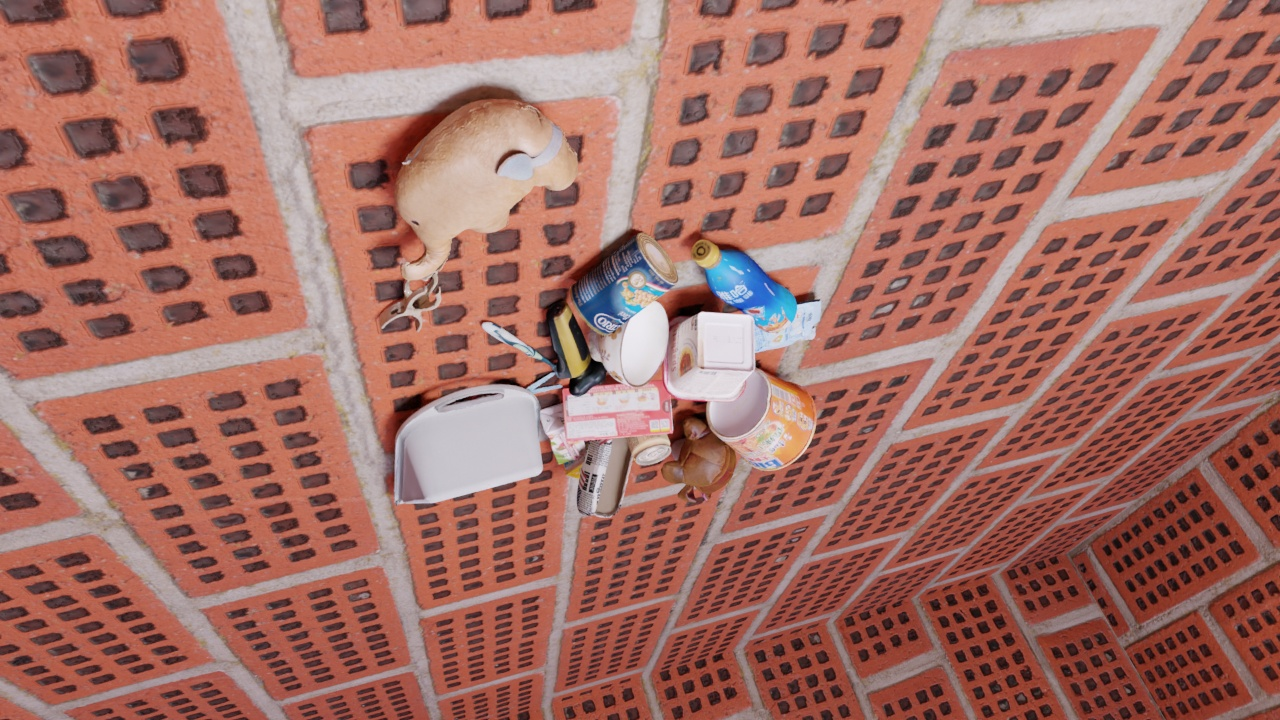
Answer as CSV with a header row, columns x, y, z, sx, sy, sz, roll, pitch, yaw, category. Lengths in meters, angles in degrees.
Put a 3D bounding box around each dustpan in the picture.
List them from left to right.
x,y,z,sx,sy,sz,roll,pitch,yaw,category
-0.245,0.116,1.309,0.222,0.142,0.258,-13,179,-20,dustpan

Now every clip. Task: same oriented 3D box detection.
x,y,z,sx,sy,sz,roll,pitch,yaw,category
-0.253,-0.064,1.031,0.071,0.034,0.100,5,146,-38,clip

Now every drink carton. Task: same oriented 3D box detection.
x,y,z,sx,sy,sz,roll,pitch,yaw,category
-0.114,0.112,1.382,0.053,0.045,0.123,-18,150,-5,drink carton

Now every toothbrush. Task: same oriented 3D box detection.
x,y,z,sx,sy,sz,roll,pitch,yaw,category
-0.146,-0.011,1.193,0.016,0.018,0.191,-30,149,16,toothbrush

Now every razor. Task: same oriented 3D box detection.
x,y,z,sx,sy,sz,roll,pitch,yaw,category
-0.086,-0.017,1.187,0.068,0.062,0.168,7,147,15,razor

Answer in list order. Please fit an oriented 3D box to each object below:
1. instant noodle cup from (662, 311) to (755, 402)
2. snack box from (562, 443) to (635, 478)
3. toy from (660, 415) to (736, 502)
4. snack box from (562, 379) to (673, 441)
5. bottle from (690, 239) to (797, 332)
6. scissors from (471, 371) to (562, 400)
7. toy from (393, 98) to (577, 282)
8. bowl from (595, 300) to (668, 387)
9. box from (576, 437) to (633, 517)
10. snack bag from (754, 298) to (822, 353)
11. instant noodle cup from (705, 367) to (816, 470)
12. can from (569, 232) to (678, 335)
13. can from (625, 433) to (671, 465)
x,y,z,sx,sy,sz,roll,pitch,yaw,category
0.095,-0.010,1.202,0.116,0.116,0.124,3,168,-11,instant noodle cup
-0.048,0.150,1.497,0.141,0.033,0.087,-33,147,23,snack box
0.100,0.166,1.529,0.140,0.130,0.199,-64,155,-1,toy
-0.032,0.071,1.296,0.153,0.075,0.025,-5,172,6,snack box
0.130,-0.098,1.170,0.065,0.065,0.218,-32,147,20,bottle
-0.173,0.054,1.287,0.134,0.017,0.113,-11,147,-22,scissors
-0.169,-0.162,0.877,0.226,0.082,0.143,-31,139,23,toy
-0.018,-0.027,1.181,0.062,0.113,0.113,14,164,29,bowl
-0.056,0.156,1.383,0.076,0.163,0.087,15,177,13,box
0.172,-0.034,1.326,0.191,0.038,0.110,-21,144,-2,snack bag
0.180,0.083,1.422,0.152,0.151,0.111,-35,138,24,instant noodle cup
-0.018,-0.091,1.084,0.111,0.075,0.075,-36,146,23,can
0.001,0.090,1.345,0.058,0.116,0.059,-15,149,-9,can
